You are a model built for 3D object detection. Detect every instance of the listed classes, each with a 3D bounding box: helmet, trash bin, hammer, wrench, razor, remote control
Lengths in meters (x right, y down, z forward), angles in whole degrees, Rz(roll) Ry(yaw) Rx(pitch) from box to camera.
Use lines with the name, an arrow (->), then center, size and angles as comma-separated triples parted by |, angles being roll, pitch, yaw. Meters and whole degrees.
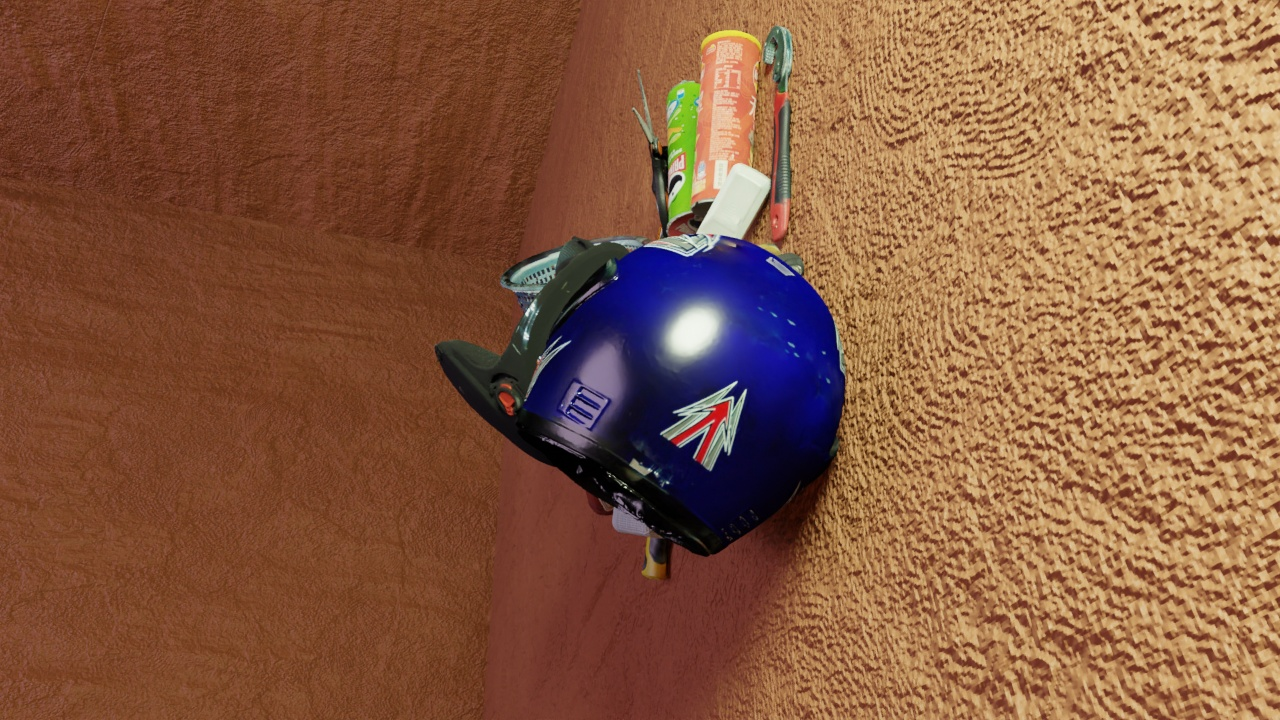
helmet -> -0.070, -0.005, 1.015 | 0.232, 0.230, 0.275 | -45, -2, -29
trash bin -> -0.070, -0.058, 1.344 | 0.226, 0.226, 0.195 | -119, 14, -68
hammer -> 0.036, 0.116, 1.178 | 0.126, 0.032, 0.323 | 170, 108, -76
wrench -> 0.147, -0.249, 0.975 | 0.056, 0.016, 0.272 | 126, 150, -62
razor -> 0.118, -0.085, 0.940 | 0.167, 0.062, 0.067 | -139, 27, -80
remote control -> 0.095, -0.152, 1.006 | 0.125, 0.049, 0.024 | -62, -9, 22
helmet -> 0.039, 0.018, 0.786 | 0.240, 0.247, 0.316 | -54, 9, -12

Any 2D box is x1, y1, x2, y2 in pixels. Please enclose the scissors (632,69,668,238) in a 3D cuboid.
scissors -> 0.021, -0.261, 1.198 | 0.228, 0.022, 0.221 | -43, -55, -74

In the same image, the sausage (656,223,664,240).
sausage -> 0.034, -0.177, 1.385 | 0.021, 0.021, 0.165 | -117, 38, -68

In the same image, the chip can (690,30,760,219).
chip can -> 0.100, -0.272, 1.070 | 0.073, 0.073, 0.216 | 141, 135, -70

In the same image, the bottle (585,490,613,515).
bottle -> -0.066, 0.146, 1.368 | 0.059, 0.060, 0.206 | -99, -2, -51

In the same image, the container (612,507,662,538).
container -> 0.028, 0.163, 1.064 | 0.112, 0.090, 0.090 | 165, 112, -73

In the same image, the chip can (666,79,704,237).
chip can -> 0.068, -0.256, 1.188 | 0.072, 0.072, 0.235 | 118, 157, -55
